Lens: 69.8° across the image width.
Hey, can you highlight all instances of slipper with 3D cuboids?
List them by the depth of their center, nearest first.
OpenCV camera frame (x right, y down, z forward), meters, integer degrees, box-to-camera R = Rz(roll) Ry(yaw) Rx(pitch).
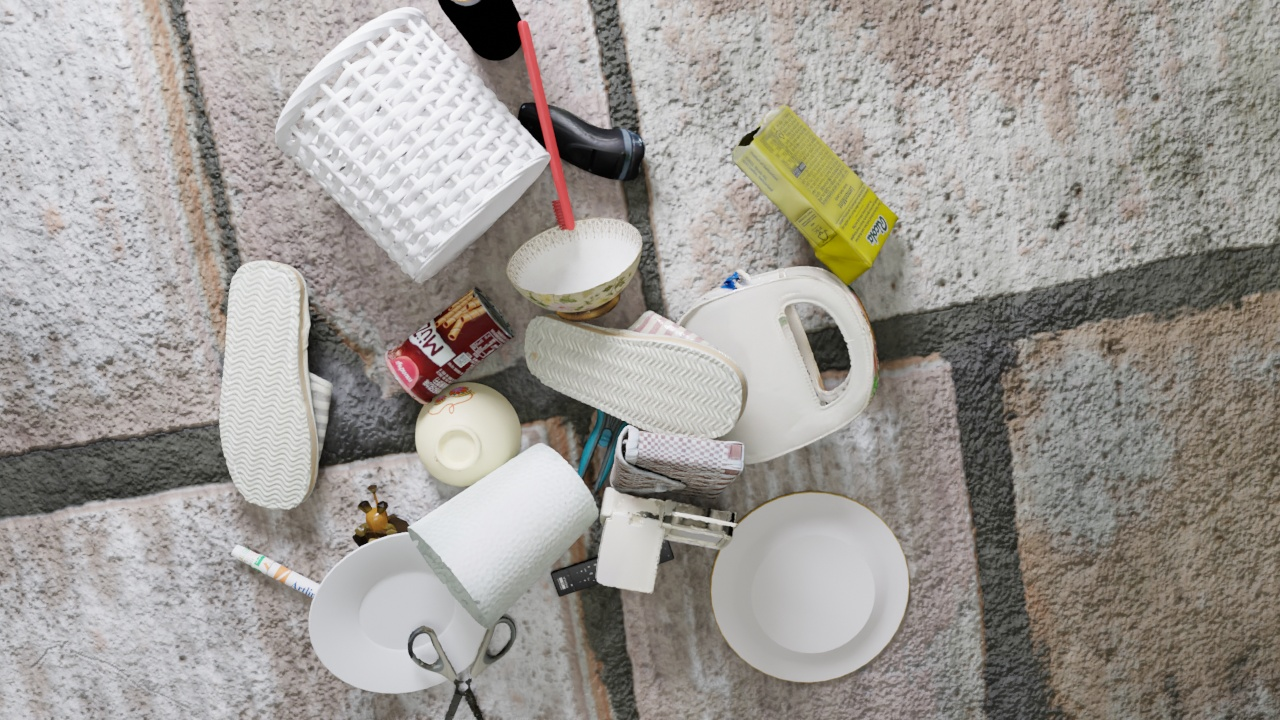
[{"bbox_3d":[-0.006,0.005,0.952,0.263,0.052,0.115,15,114,28],"label":"slipper"},{"bbox_3d":[-0.395,0.027,0.992,0.114,0.054,0.273,2,102,2],"label":"slipper"}]

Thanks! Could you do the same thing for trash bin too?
[{"bbox_3d":[-0.138,0.176,0.960,0.161,0.133,0.133,-38,97,-23],"label":"trash bin"}]

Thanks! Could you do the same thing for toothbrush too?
[{"bbox_3d":[-0.100,-0.236,0.940,0.018,0.012,0.213,-2,111,30],"label":"toothbrush"}]

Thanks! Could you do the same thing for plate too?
[{"bbox_3d":[-0.258,0.279,1.021,0.208,0.015,0.209,-7,112,-17],"label":"plate"},{"bbox_3d":[0.195,0.263,1.049,0.230,0.021,0.230,0,98,-1],"label":"plate"}]

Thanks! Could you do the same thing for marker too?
[{"bbox_3d":[-0.395,0.248,1.041,0.145,0.017,0.017,29,96,-5],"label":"marker"}]

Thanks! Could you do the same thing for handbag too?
[{"bbox_3d":[0.033,0.115,0.949,0.124,0.186,0.047,6,72,-2],"label":"handbag"},{"bbox_3d":[0.147,-0.005,0.967,0.200,0.092,0.200,-18,98,19],"label":"handbag"}]

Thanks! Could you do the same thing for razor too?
[{"bbox_3d":[-0.061,-0.237,0.966,0.140,0.063,0.053,25,139,4],"label":"razor"}]

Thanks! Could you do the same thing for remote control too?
[{"bbox_3d":[-0.032,0.234,1.048,0.140,0.009,0.030,-19,98,2],"label":"remote control"}]

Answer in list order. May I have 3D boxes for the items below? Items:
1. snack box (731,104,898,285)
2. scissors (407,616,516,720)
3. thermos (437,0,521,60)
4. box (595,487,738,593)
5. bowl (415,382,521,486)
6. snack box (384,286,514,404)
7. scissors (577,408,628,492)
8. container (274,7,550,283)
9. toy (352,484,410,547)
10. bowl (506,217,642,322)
[{"bbox_3d":[0.178,-0.174,0.944,0.181,0.121,0.045,44,132,-5],"label":"snack box"},{"bbox_3d":[-0.202,0.355,1.048,0.157,0.012,0.171,-42,114,-3],"label":"scissors"},{"bbox_3d":[-0.151,-0.333,0.856,0.061,0.231,0.061,0,98,-1],"label":"thermos"},{"bbox_3d":[0.023,0.190,0.943,0.143,0.184,0.098,10,71,2],"label":"box"},{"bbox_3d":[-0.192,0.087,0.993,0.118,0.074,0.118,0,98,-1],"label":"bowl"},{"bbox_3d":[-0.203,-0.016,0.980,0.121,0.072,0.072,-37,97,4],"label":"snack box"},{"bbox_3d":[-0.029,0.077,1.023,0.136,0.019,0.139,-30,96,1],"label":"scissors"},{"bbox_3d":[-0.217,-0.205,0.895,0.189,0.189,0.187,-43,98,5],"label":"container"},{"bbox_3d":[-0.285,0.184,1.008,0.076,0.062,0.100,0,117,17],"label":"toy"},{"bbox_3d":[-0.062,-0.086,0.955,0.145,0.145,0.063,-15,127,1],"label":"bowl"}]
